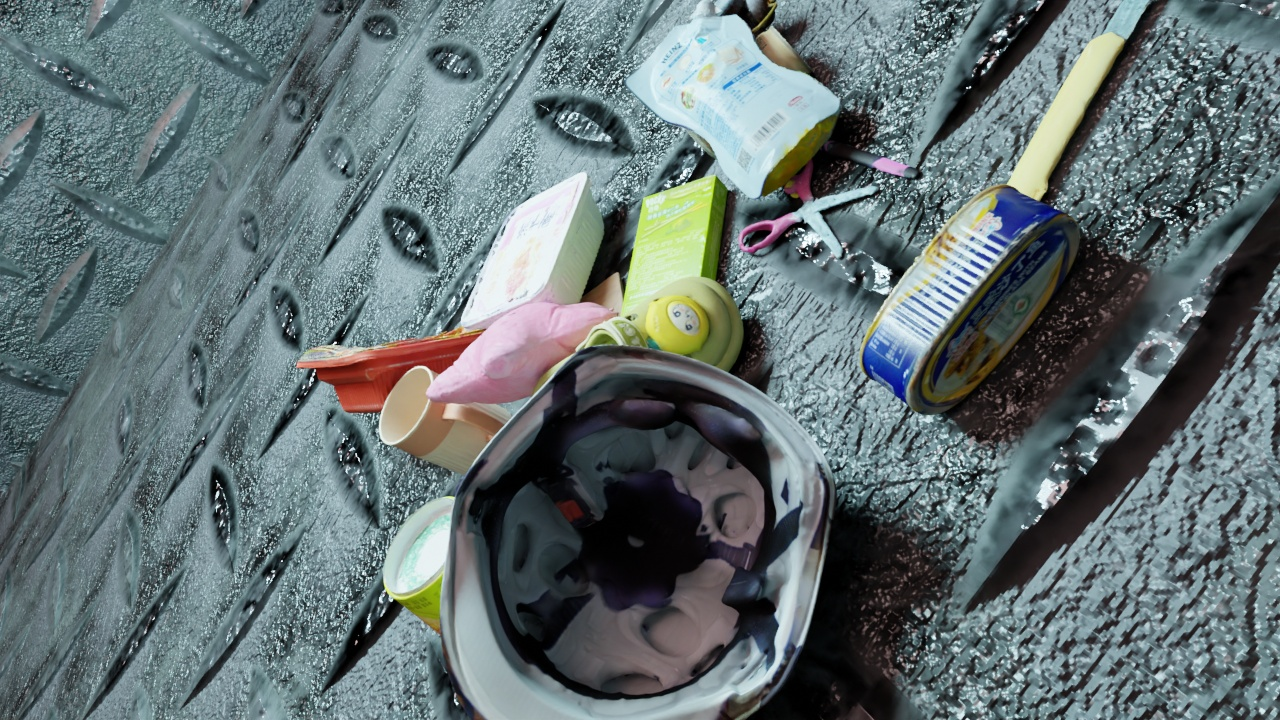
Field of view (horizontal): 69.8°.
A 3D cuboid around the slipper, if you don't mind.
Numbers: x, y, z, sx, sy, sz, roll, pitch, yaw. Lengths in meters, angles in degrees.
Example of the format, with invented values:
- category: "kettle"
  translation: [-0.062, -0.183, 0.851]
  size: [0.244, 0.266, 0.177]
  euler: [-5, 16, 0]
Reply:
- category: "slipper"
  translation: [-0.004, 0.004, 0.722]
  size: [0.190, 0.081, 0.091]
  euler: [-33, 81, 1]

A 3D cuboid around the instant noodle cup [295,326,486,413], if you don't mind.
- category: "instant noodle cup"
  translation: [-0.254, 0.008, 0.996]
  size: [0.165, 0.188, 0.079]
  euler: [-4, 98, 48]

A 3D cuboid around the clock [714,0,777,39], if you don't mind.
- category: "clock"
  translation: [0.085, -0.310, 0.878]
  size: [0.122, 0.055, 0.081]
  euler: [-12, 41, 59]

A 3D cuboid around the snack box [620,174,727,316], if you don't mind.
- category: "snack box"
  translation: [0.030, -0.089, 0.828]
  size: [0.086, 0.026, 0.156]
  euler: [-11, 57, 36]

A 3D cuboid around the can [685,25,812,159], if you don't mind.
- category: "can"
  translation: [0.096, -0.242, 0.838]
  size: [0.116, 0.058, 0.058]
  euler: [-43, 40, 20]

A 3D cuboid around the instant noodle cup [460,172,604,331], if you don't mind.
- category: "instant noodle cup"
  translation: [-0.101, -0.098, 0.943]
  size: [0.138, 0.060, 0.173]
  euler: [-18, 42, 40]

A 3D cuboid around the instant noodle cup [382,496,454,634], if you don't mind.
- category: "instant noodle cup"
  translation: [-0.118, 0.163, 0.673]
  size: [0.112, 0.123, 0.111]
  euler: [-28, 37, 24]

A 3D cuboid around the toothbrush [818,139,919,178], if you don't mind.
- category: "toothbrush"
  translation: [0.159, -0.177, 0.759]
  size: [0.014, 0.017, 0.189]
  euler: [-55, 39, 2]

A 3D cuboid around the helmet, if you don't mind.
- category: "helmet"
  translation: [-0.004, 0.128, 0.599]
  size: [0.229, 0.146, 0.258]
  euler: [24, 79, 8]

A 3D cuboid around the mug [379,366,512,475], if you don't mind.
- category: "mug"
  translation: [-0.179, 0.063, 0.897]
  size: [0.115, 0.106, 0.081]
  euler: [-6, 61, 46]

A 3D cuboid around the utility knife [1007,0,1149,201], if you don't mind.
- category: "utility knife"
  translation: [0.285, -0.168, 0.609]
  size: [0.031, 0.020, 0.188]
  euler: [30, 95, 48]

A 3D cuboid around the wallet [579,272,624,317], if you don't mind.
- category: "wallet"
  translation: [-0.056, -0.021, 0.889]
  size: [0.115, 0.020, 0.101]
  euler: [-34, 43, 24]

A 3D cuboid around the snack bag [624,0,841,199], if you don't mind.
- category: "snack bag"
  translation: [0.076, -0.230, 0.791]
  size: [0.110, 0.038, 0.191]
  euler: [-51, 60, 18]

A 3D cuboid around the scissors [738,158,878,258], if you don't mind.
- category: "scissors"
  translation: [0.130, -0.121, 0.755]
  size: [0.131, 0.017, 0.133]
  euler: [-39, 45, 20]

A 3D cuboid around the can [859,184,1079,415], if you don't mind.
- category: "can"
  translation: [0.202, -0.036, 0.568]
  size: [0.148, 0.074, 0.049]
  euler: [-52, 41, 9]

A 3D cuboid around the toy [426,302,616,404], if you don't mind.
- category: "toy"
  translation: [-0.097, -0.009, 0.825]
  size: [0.195, 0.178, 0.074]
  euler: [-23, 92, 57]
